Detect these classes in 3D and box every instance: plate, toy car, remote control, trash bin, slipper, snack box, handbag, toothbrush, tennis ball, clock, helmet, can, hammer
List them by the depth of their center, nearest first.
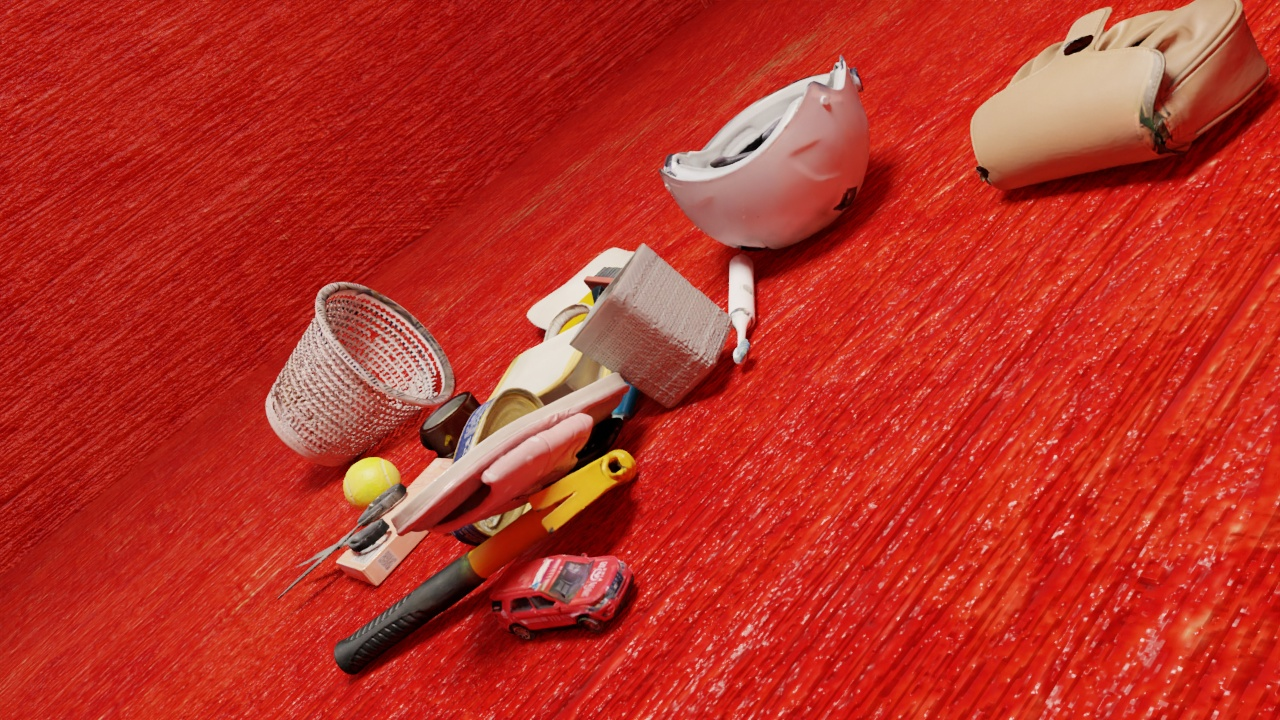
[{"bbox_3d":[-0.059,0.167,0.660,0.121,0.045,0.052,-17,29,36],"label":"toy car"},{"bbox_3d":[0.366,-0.212,0.730,0.147,0.100,0.205,-48,20,-21],"label":"handbag"},{"bbox_3d":[-0.088,0.080,0.737,0.114,0.054,0.273,-40,-6,34],"label":"slipper"},{"bbox_3d":[-0.135,0.169,0.753,0.301,0.033,0.128,-37,-8,13],"label":"hammer"},{"bbox_3d":[-0.132,0.097,0.846,0.049,0.074,0.147,-29,41,46],"label":"can"},{"bbox_3d":[-0.061,0.085,0.861,0.137,0.024,0.053,-21,26,45],"label":"remote control"},{"bbox_3d":[0.100,-0.052,0.905,0.220,0.027,0.026,-78,8,-61],"label":"toothbrush"},{"bbox_3d":[-0.245,0.167,0.973,0.156,0.026,0.085,-47,23,-28],"label":"snack box"},{"bbox_3d":[-0.080,0.001,0.987,0.164,0.063,0.178,-24,32,42],"label":"handbag"},{"bbox_3d":[0.151,-0.205,0.987,0.229,0.146,0.258,-26,15,21],"label":"helmet"},{"bbox_3d":[-0.312,0.146,1.069,0.065,0.065,0.065,-31,21,13],"label":"tennis ball"},{"bbox_3d":[-0.218,0.079,1.080,0.082,0.055,0.122,-43,20,-17],"label":"clock"},{"bbox_3d":[-0.070,-0.088,1.236,0.164,0.034,0.164,-40,21,-8],"label":"plate"},{"bbox_3d":[-0.408,0.035,1.287,0.192,0.227,0.227,-43,18,17],"label":"trash bin"}]

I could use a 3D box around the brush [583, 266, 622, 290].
[{"bbox_3d":[-0.020,-0.070,1.084,0.069,0.063,0.146,-47,24,-16],"label":"brush"}]

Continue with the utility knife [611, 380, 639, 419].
[{"bbox_3d":[-0.005,0.005,0.919,0.034,0.018,0.161,-19,42,39],"label":"utility knife"}]

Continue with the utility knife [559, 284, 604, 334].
[{"bbox_3d":[-0.099,-0.026,1.113,0.193,0.015,0.033,-43,40,33],"label":"utility knife"}]

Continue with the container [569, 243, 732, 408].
[{"bbox_3d":[0.013,-0.028,0.841,0.090,0.114,0.090,-47,9,41],"label":"container"}]

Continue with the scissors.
[{"bbox_3d":[-0.314,0.193,0.976,0.178,0.014,0.160,-49,19,-24],"label":"scissors"}]
